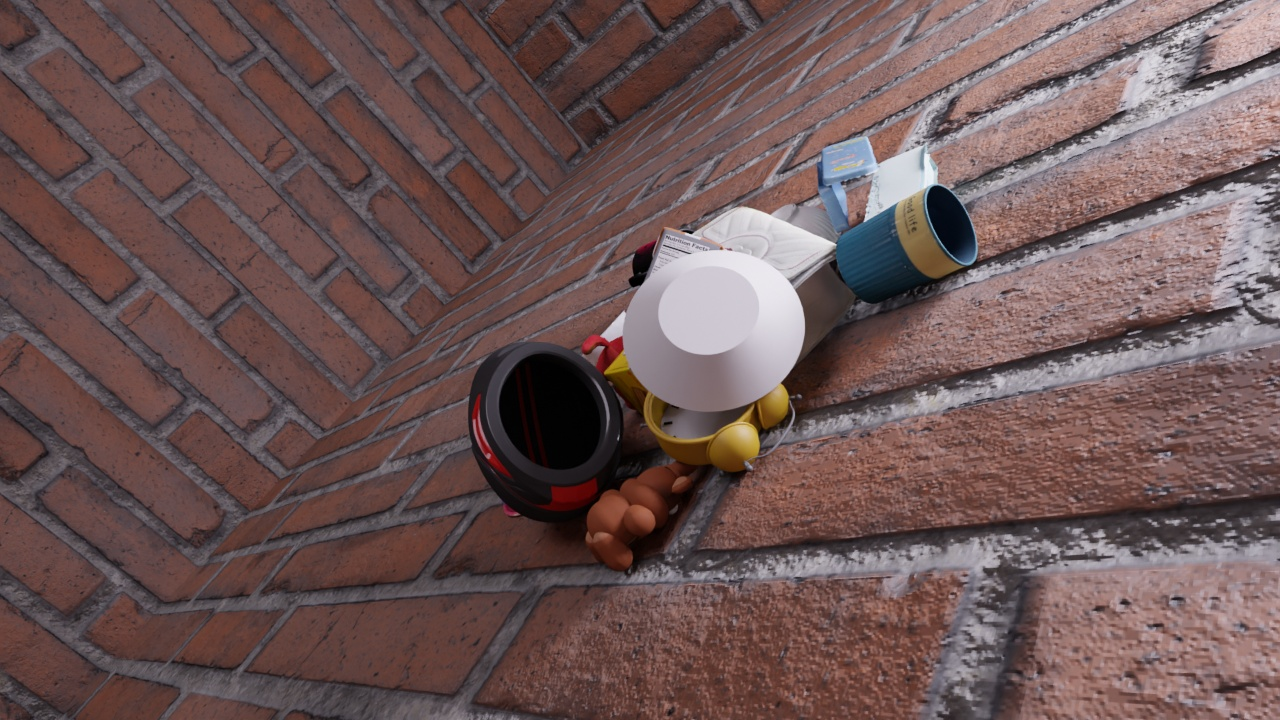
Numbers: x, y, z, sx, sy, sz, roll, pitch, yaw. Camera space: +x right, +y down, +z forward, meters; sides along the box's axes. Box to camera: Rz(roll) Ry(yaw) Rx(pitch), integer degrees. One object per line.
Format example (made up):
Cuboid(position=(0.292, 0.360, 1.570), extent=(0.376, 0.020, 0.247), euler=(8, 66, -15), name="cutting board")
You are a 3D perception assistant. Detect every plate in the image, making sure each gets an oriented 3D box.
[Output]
Cuboid(position=(0.065, -0.039, 0.862), extent=(0.173, 0.174, 0.036), euler=(-46, -25, -12), name="plate")

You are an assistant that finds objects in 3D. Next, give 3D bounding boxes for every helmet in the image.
Cuboid(position=(-0.109, 0.081, 1.034), extent=(0.164, 0.170, 0.264), euler=(-9, 54, -15), name="helmet")

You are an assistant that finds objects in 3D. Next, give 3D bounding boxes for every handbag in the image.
Cuboid(position=(0.130, -0.090, 0.998), extent=(0.142, 0.096, 0.198), euler=(-47, 33, -3), name="handbag")

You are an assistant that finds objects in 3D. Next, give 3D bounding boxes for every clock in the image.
Cuboid(position=(0.074, 0.051, 0.880), extent=(0.152, 0.052, 0.113), euler=(17, 56, 37), name="clock")

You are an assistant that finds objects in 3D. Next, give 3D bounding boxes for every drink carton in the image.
Cuboid(position=(0.035, -0.066, 0.941), extent=(0.048, 0.076, 0.124), euler=(48, -118, -76), name="drink carton")

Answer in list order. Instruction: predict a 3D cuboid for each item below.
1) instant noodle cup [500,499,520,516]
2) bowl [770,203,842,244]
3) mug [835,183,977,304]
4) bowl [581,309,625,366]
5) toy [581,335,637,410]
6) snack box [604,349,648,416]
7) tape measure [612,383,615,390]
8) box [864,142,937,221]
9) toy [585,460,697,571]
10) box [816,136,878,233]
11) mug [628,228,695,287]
Cuboid(position=(-0.137, 0.111, 1.198), extent=(0.179, 0.077, 0.178), euler=(-37, 18, 14), name="instant noodle cup")
Cuboid(position=(0.189, -0.156, 1.158), extent=(0.118, 0.062, 0.118), euler=(-38, 18, 14), name="bowl")
Cuboid(position=(0.259, -0.119, 0.889), extent=(0.108, 0.083, 0.113), euler=(-29, 27, 45), name="mug")
Cuboid(position=(-0.046, -0.021, 1.363), extent=(0.110, 0.040, 0.110), euler=(-47, 3, 3), name="bowl")
Cuboid(position=(-0.007, 0.006, 1.099), extent=(0.088, 0.133, 0.094), euler=(-56, 29, -5), name="toy")
Cuboid(position=(0.030, 0.020, 1.009), extent=(0.083, 0.106, 0.061), euler=(-50, 17, -25), name="snack box")
Cuboid(position=(-0.007, 0.022, 1.197), extent=(0.064, 0.037, 0.065), euler=(-41, 18, 2), name="tape measure")
Cuboid(position=(0.295, -0.175, 1.021), extent=(0.083, 0.066, 0.198), euler=(-5, 33, 24), name="box")
Cuboid(position=(0.004, 0.141, 0.880), extent=(0.127, 0.065, 0.095), euler=(-36, 19, -16), name="toy")
Cuboid(position=(0.258, -0.218, 1.133), extent=(0.078, 0.074, 0.208), euler=(-18, 18, 18), name="box")
Cuboid(position=(0.035, -0.144, 1.406), extent=(0.117, 0.082, 0.098), euler=(-32, 10, -33), name="mug")
